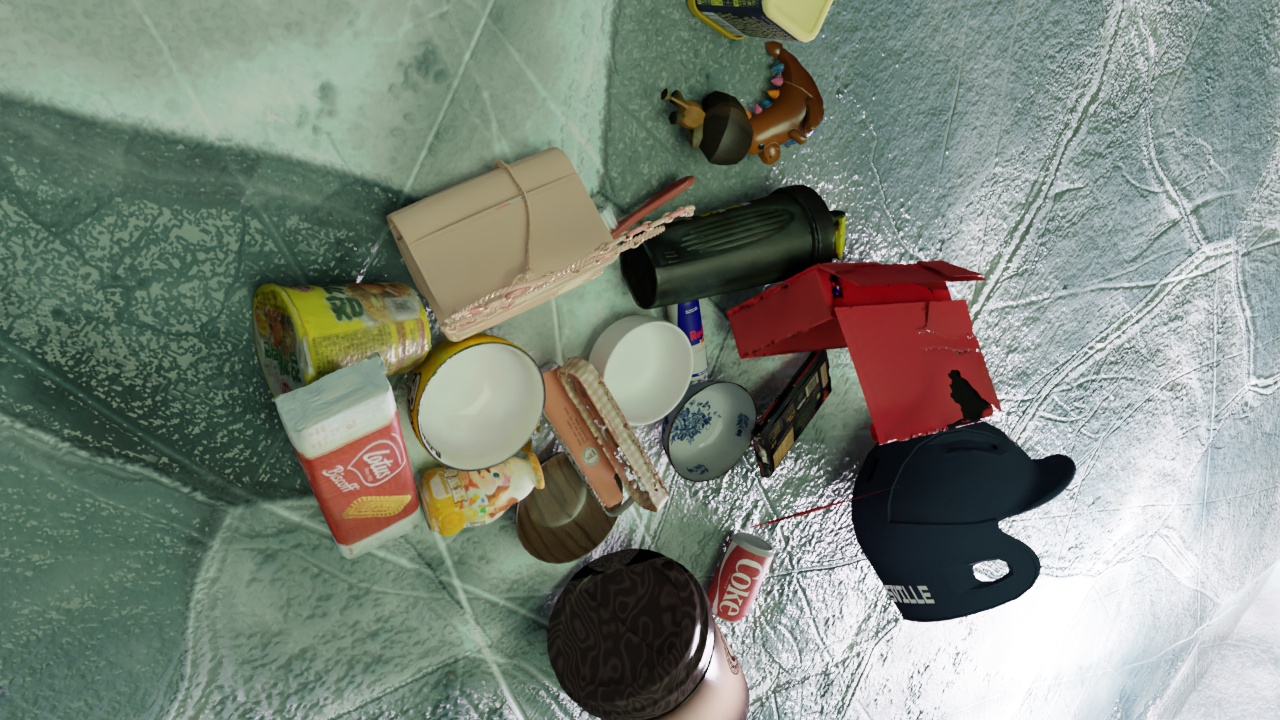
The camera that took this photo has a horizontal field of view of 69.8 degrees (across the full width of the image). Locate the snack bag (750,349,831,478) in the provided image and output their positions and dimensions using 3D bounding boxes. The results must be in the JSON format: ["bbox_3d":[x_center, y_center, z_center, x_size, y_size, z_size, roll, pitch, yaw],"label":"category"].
[{"bbox_3d":[0.171,0.056,1.019,0.154,0.018,0.075,-47,138,-31],"label":"snack bag"}]

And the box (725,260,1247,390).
[{"bbox_3d":[0.291,-0.040,0.840,0.211,0.411,0.107,-6,99,-40],"label":"box"}]

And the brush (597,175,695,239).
[{"bbox_3d":[-0.023,-0.127,0.823,0.172,0.041,0.030,-37,109,-15],"label":"brush"}]

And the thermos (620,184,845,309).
[{"bbox_3d":[0.094,-0.107,0.877,0.220,0.098,0.098,-16,118,-25],"label":"thermos"}]

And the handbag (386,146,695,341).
[{"bbox_3d":[-0.084,-0.110,0.690,0.198,0.187,0.116,-27,91,-19],"label":"handbag"}]

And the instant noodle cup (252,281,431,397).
[{"bbox_3d":[-0.224,-0.018,0.699,0.108,0.102,0.102,-16,119,-39],"label":"instant noodle cup"}]

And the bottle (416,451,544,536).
[{"bbox_3d":[-0.142,0.115,0.823,0.109,0.063,0.063,-17,119,-19],"label":"bottle"}]

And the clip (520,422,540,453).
[{"bbox_3d":[-0.112,0.059,0.842,0.045,0.054,0.048,-27,101,1],"label":"clip"}]

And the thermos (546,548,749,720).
[{"bbox_3d":[0.022,0.325,0.979,0.172,0.173,0.226,-43,135,-12],"label":"thermos"}]

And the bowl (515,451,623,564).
[{"bbox_3d":[-0.075,0.138,0.903,0.119,0.032,0.119,-11,110,-31],"label":"bowl"}]

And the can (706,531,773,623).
[{"bbox_3d":[0.115,0.255,1.077,0.054,0.054,0.096,15,101,-38],"label":"can"}]

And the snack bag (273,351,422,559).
[{"bbox_3d":[-0.219,0.084,0.717,0.077,0.041,0.226,-26,153,-22],"label":"snack bag"}]

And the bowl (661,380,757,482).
[{"bbox_3d":[0.064,0.067,0.963,0.114,0.045,0.114,-14,117,-29],"label":"bowl"}]

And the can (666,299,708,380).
[{"bbox_3d":[0.047,-0.026,0.917,0.032,0.032,0.095,-25,123,-24],"label":"can"}]

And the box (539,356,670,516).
[{"bbox_3d":[-0.037,0.076,0.854,0.079,0.054,0.187,-22,121,13],"label":"box"}]

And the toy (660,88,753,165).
[{"bbox_3d":[0.057,-0.216,0.827,0.100,0.063,0.076,18,62,-33],"label":"toy"}]

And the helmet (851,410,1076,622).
[{"bbox_3d":[0.388,0.165,1.115,0.272,0.232,0.223,-21,84,-3],"label":"helmet"}]

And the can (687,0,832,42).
[{"bbox_3d":[0.117,-0.344,0.777,0.075,0.104,0.135,19,99,-39],"label":"can"}]

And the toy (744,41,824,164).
[{"bbox_3d":[0.124,-0.245,0.874,0.090,0.070,0.103,-30,102,-6],"label":"toy"}]

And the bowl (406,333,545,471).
[{"bbox_3d":[-0.147,0.028,0.785,0.117,0.068,0.117,-15,118,-30],"label":"bowl"}]

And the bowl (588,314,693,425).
[{"bbox_3d":[-0.005,0.005,0.882,0.104,0.054,0.105,-14,116,-31],"label":"bowl"}]
